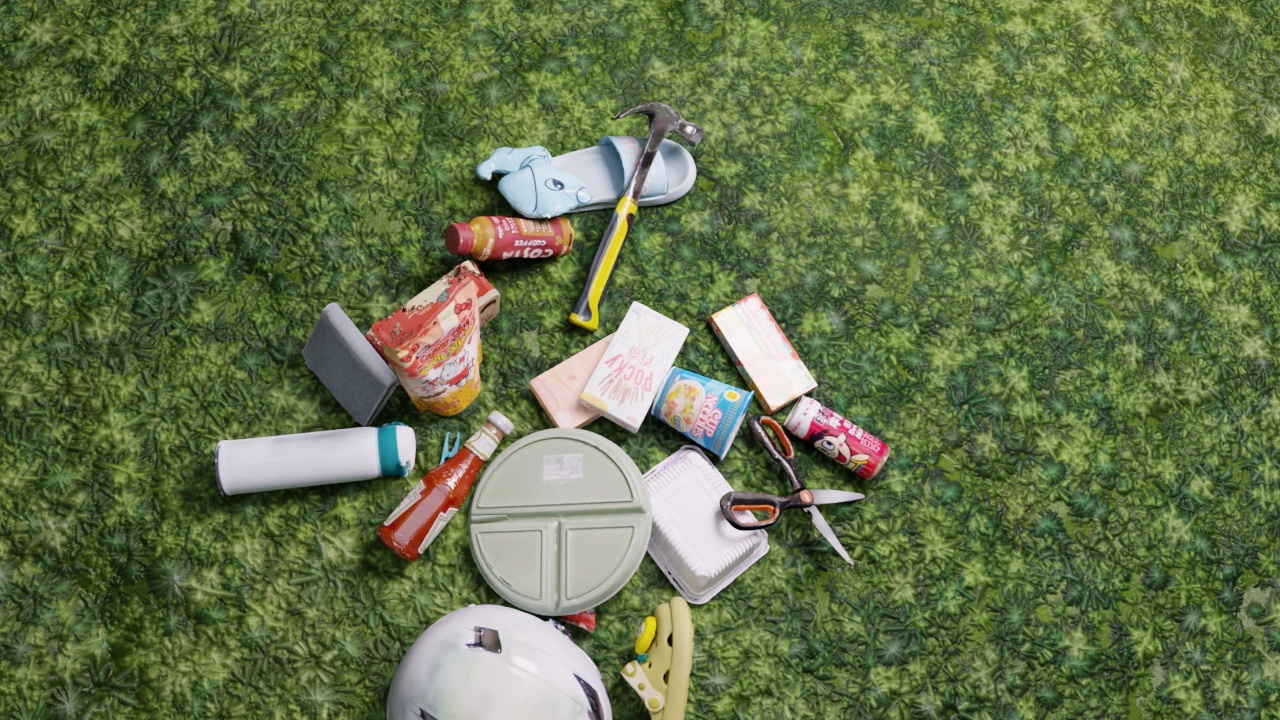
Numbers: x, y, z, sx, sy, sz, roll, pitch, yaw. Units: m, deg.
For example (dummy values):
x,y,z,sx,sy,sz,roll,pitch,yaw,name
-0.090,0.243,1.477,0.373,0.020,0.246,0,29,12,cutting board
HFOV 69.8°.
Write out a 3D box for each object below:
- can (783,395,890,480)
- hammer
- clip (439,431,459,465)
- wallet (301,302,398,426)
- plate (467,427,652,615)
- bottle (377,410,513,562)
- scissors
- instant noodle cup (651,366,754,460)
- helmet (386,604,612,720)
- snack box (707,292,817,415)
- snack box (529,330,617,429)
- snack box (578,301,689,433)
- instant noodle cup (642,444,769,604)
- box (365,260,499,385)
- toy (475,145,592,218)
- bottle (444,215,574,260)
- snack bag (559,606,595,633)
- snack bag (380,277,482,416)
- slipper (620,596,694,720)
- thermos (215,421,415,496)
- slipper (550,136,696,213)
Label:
x,y,z,sx,sy,sz,roll,pitch,yaw,name
0.257,0.101,1.206,0.133,0.053,0.053,32,69,5,can
-0.025,-0.197,1.236,0.126,0.032,0.323,24,86,-28,hammer
-0.240,0.117,1.157,0.046,0.014,0.057,6,71,-3,clip
-0.360,0.008,1.140,0.129,0.107,0.036,48,38,9,wallet
-0.101,0.191,1.111,0.230,0.027,0.230,-2,72,7,plate
-0.232,0.148,1.115,0.060,0.060,0.205,37,75,6,bottle
0.190,0.166,1.157,0.220,0.022,0.230,-15,62,-37,scissors
0.076,0.062,1.182,0.110,0.099,0.099,24,69,10,instant noodle cup
-0.149,0.383,1.002,0.258,0.146,0.228,30,69,4,helmet
0.165,-0.009,1.248,0.077,0.027,0.155,-28,76,-17,snack box
-0.058,0.027,1.206,0.157,0.026,0.084,-31,77,-16,snack box
-0.007,0.007,1.192,0.085,0.027,0.156,28,69,2,snack box
0.069,0.198,1.144,0.137,0.060,0.173,-35,77,-17,instant noodle cup
-0.269,-0.055,1.174,0.168,0.091,0.077,-39,82,-19,box
-0.143,-0.238,1.229,0.161,0.050,0.156,2,50,-1,toy
-0.171,-0.161,1.205,0.174,0.058,0.057,-9,69,-41,bottle
-0.064,0.274,1.117,0.048,0.026,0.104,24,69,-11,snack bag
-0.238,-0.008,1.099,0.128,0.208,0.073,-41,75,-20,snack bag
0.018,0.368,1.062,0.081,0.092,0.190,8,73,-2,slipper
-0.387,0.116,1.111,0.224,0.073,0.073,-6,71,-10,thermos
-0.043,-0.268,1.291,0.245,0.074,0.104,-12,71,-10,slipper
